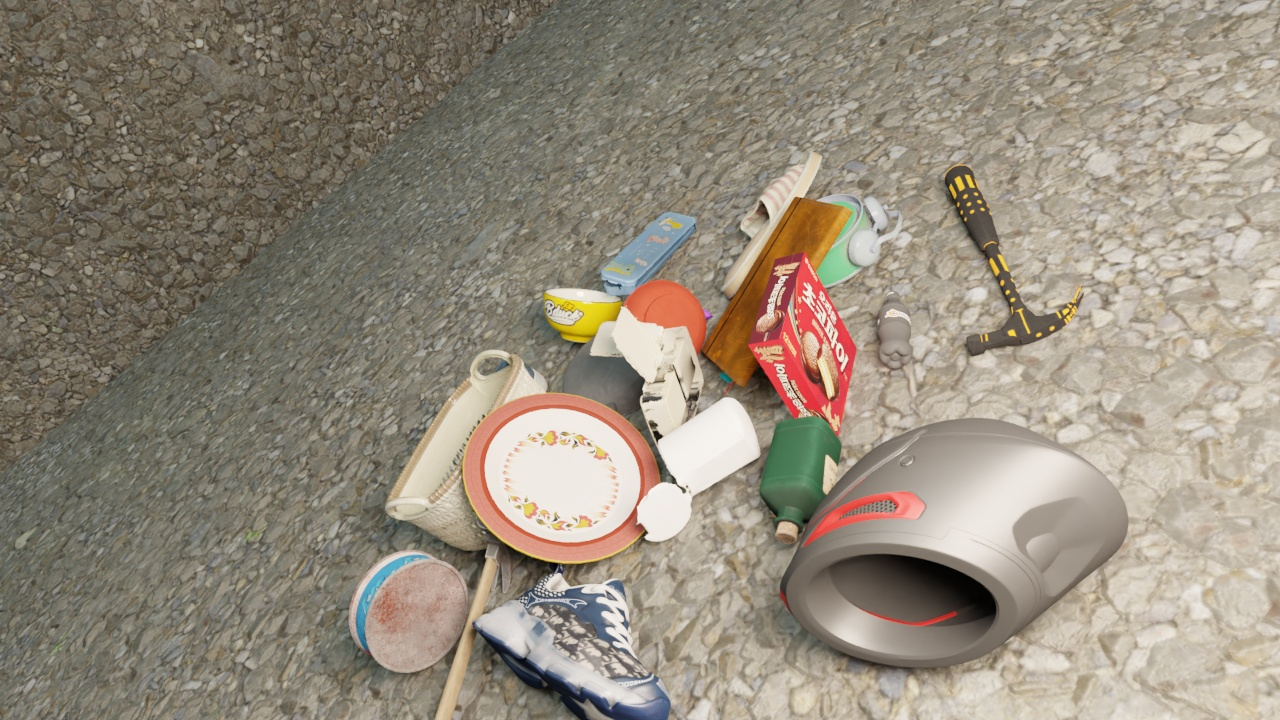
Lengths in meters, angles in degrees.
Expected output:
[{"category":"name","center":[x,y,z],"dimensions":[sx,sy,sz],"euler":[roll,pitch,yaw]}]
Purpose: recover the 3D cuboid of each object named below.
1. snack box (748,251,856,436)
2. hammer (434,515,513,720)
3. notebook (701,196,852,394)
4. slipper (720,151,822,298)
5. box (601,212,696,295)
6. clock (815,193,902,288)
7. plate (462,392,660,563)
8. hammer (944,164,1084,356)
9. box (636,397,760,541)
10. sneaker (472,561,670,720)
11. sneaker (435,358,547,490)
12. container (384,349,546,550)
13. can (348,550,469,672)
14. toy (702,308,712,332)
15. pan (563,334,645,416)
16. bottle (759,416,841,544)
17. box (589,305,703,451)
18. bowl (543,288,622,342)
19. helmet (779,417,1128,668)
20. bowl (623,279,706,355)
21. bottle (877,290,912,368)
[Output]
[{"category":"snack box","center":[0.180,-0.015,0.996],"dimensions":[0.036,0.152,0.132],"euler":[-10,41,34]},{"category":"hammer","center":[-0.192,0.329,0.984],"dimensions":[0.031,0.119,0.330],"euler":[6,56,9]},{"category":"notebook","center":[0.154,-0.085,1.127],"dimensions":[0.249,0.014,0.178],"euler":[-59,17,7]},{"category":"slipper","center":[0.174,-0.199,1.290],"dimensions":[0.262,0.052,0.115],"euler":[-58,4,-24]},{"category":"box","center":[0.015,-0.172,1.404],"dimensions":[0.066,0.049,0.209],"euler":[2,37,37]},{"category":"clock","center":[0.255,-0.160,1.174],"dimensions":[0.162,0.075,0.121],"euler":[-11,41,39]},{"category":"plate","center":[-0.090,0.134,1.060],"dimensions":[0.229,0.021,0.229],"euler":[9,49,-10]},{"category":"hammer","center":[0.403,-0.131,1.047],"dimensions":[0.123,0.036,0.319],"euler":[-22,38,21]},{"category":"box","center":[0.057,0.119,1.014],"dimensions":[0.162,0.084,0.112],"euler":[-32,40,10]},{"category":"sneaker","center":[-0.050,0.274,0.913],"dimensions":[0.132,0.103,0.270],"euler":[-46,30,-25]},{"category":"sneaker","center":[-0.233,0.089,1.317],"dimensions":[0.235,0.079,0.087],"euler":[-49,35,-19]},{"category":"container","center":[-0.203,0.122,1.170],"dimensions":[0.185,0.143,0.245],"euler":[-22,34,46]},{"category":"can","center":[-0.264,0.287,1.053],"dimensions":[0.044,0.130,0.129],"euler":[8,54,47]},{"category":"toy","center":[0.047,-0.071,1.264],"dimensions":[0.106,0.056,0.088],"euler":[4,9,-10]},{"category":"pan","center":[-0.042,0.065,1.204],"dimensions":[0.179,0.041,0.356],"euler":[-21,36,23]},{"category":"bottle","center":[0.159,0.125,0.926],"dimensions":[0.061,0.061,0.131],"euler":[-13,40,35]},{"category":"box","center":[0.005,0.013,1.100],"dimensions":[0.096,0.185,0.145],"euler":[-25,27,32]},{"category":"bowl","center":[-0.088,-0.066,1.367],"dimensions":[0.117,0.068,0.117],"euler":[6,13,-2]},{"category":"helmet","center":[0.248,0.133,0.740],"dimensions":[0.265,0.164,0.169],"euler":[-20,23,40]},{"category":"bowl","center":[0.035,-0.046,1.190],"dimensions":[0.121,0.122,0.035],"euler":[-47,13,-16]},{"category":"bottle","center":[0.286,-0.038,1.034],"dimensions":[0.036,0.036,0.109],"euler":[-17,38,27]}]
